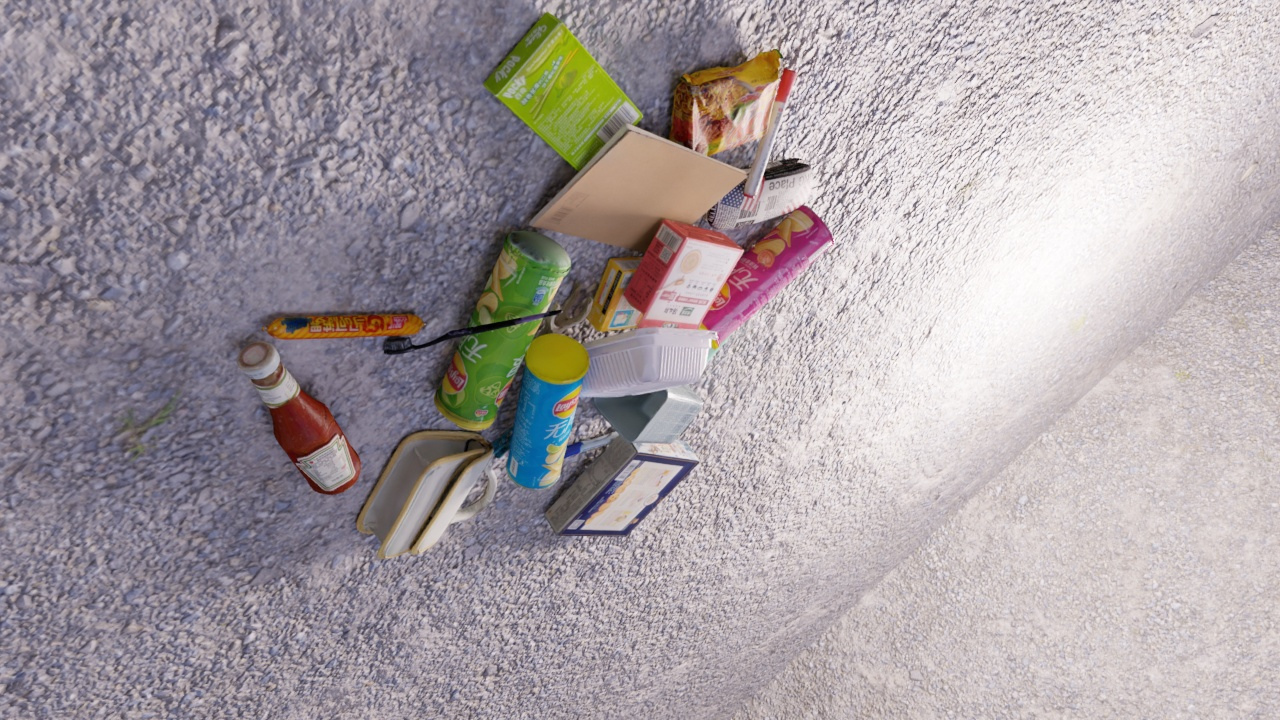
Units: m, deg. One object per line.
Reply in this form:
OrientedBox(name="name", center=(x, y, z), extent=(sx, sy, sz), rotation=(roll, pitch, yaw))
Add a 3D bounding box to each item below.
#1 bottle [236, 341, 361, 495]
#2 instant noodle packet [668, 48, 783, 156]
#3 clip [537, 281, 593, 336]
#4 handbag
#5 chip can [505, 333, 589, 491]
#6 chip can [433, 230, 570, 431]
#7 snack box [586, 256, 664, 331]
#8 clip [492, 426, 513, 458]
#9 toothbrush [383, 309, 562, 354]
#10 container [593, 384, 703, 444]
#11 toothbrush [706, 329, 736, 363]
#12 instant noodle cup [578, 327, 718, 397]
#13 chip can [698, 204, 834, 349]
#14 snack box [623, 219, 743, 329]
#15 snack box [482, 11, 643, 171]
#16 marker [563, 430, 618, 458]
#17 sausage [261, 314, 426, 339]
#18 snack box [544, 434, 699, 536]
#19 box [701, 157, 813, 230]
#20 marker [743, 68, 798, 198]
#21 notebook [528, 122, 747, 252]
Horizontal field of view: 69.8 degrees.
OrientedBox(name="bottle", center=(-0.327, 0.057, 0.881), extent=(0.059, 0.060, 0.206), rotation=(-32, 146, -17))
OrientedBox(name="instant noodle packet", center=(0.090, -0.265, 0.970), extent=(0.128, 0.044, 0.111), rotation=(-25, 148, -26))
OrientedBox(name="clip", center=(-0.102, -0.046, 1.029), extent=(0.102, 0.035, 0.094), rotation=(-45, 153, 18))
OrientedBox(name="handbag", center=(-0.233, 0.162, 1.109), extent=(0.178, 0.063, 0.164), rotation=(2, 129, -52))
OrientedBox(name="chip can", center=(-0.111, 0.065, 1.071), extent=(0.071, 0.071, 0.211), rotation=(-21, 147, -31))
OrientedBox(name="chip can", center=(-0.146, -0.031, 0.960), extent=(0.072, 0.072, 0.222), rotation=(-1, 129, -47))
OrientedBox(name="snack box", center=(0.008, -0.082, 1.104), extent=(0.140, 0.033, 0.087), rotation=(-7, 133, -40))
OrientedBox(name="clip", center=(-0.166, 0.099, 1.146), extent=(0.057, 0.015, 0.049), rotation=(-43, 150, -5))
OrientedBox(name="toothbrush", center=(-0.169, -0.031, 0.912), extent=(0.189, 0.014, 0.017), rotation=(-12, 117, 8))
OrientedBox(name="container", center=(0.015, 0.056, 1.222), extent=(0.090, 0.090, 0.111), rotation=(-52, 149, 15))
OrientedBox(name="toothbrush", center=(0.145, -0.077, 1.263), extent=(0.027, 0.026, 0.225), rotation=(33, 103, -35))
OrientedBox(name="instant noodle cup", center=(-0.006, 0.006, 1.075), extent=(0.174, 0.060, 0.137), rotation=(-11, 171, 43))
OrientedBox(name="chip can", center=(0.152, -0.109, 1.192), extent=(0.210, 0.071, 0.071), rotation=(-41, 148, -4))
OrientedBox(name="snack box", center=(0.045, -0.092, 1.061), extent=(0.113, 0.044, 0.127), rotation=(3, 123, -50))
OrientedBox(name="snack box", center=(-0.067, -0.239, 0.846), extent=(0.086, 0.026, 0.156), rotation=(-47, 148, 7))
OrientedBox(name="marker", center=(-0.051, 0.111, 1.279), extent=(0.145, 0.017, 0.017), rotation=(-14, 138, -37))
OrientedBox(name="sausage", center=(-0.275, -0.032, 0.867), extent=(0.164, 0.021, 0.021), rotation=(-5, 132, -44))
OrientedBox(name="snack box", center=(-0.024, 0.187, 1.356), extent=(0.178, 0.046, 0.182), rotation=(-47, 150, 16))
OrientedBox(name="box", center=(0.139, -0.203, 1.102), extent=(0.164, 0.060, 0.072), rotation=(-19, 117, -32))
OrientedBox(name="marker", center=(0.145, -0.253, 1.030), extent=(0.017, 0.017, 0.145), rotation=(1, 112, -48))
OrientedBox(name="notebook", center=(0.002, -0.171, 0.969), extent=(0.150, 0.012, 0.211), rotation=(-39, 155, 30))
